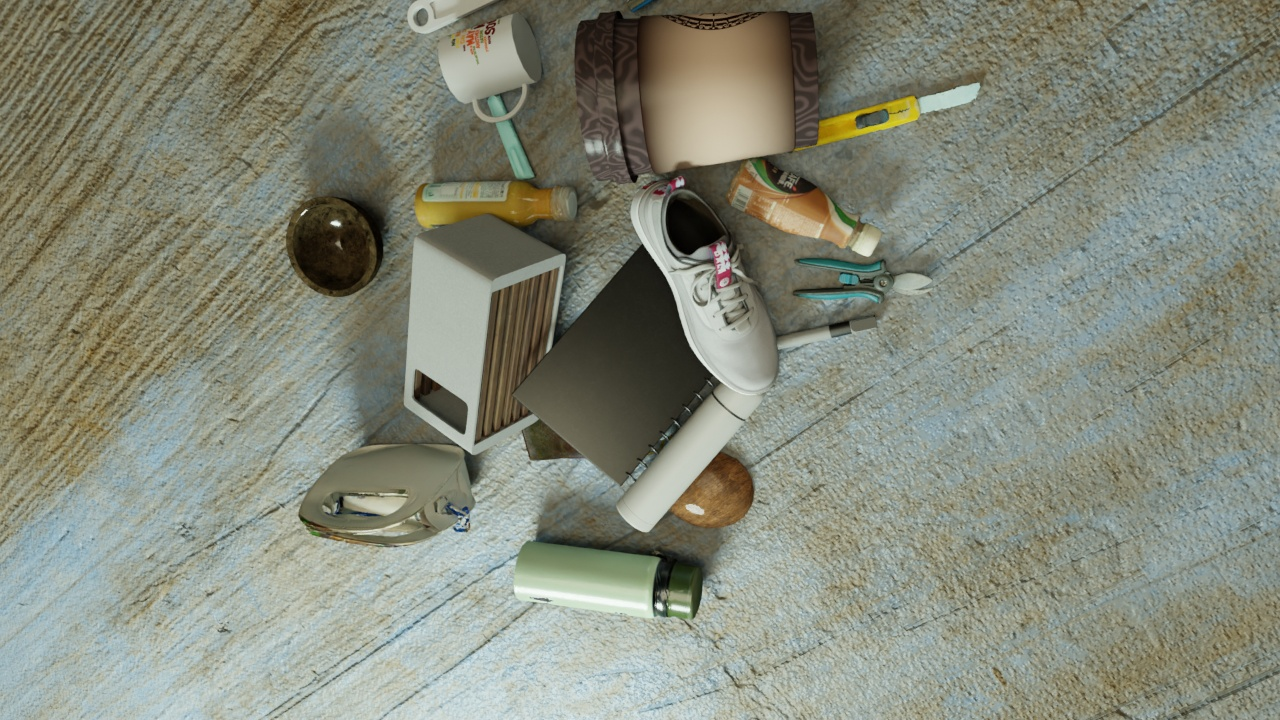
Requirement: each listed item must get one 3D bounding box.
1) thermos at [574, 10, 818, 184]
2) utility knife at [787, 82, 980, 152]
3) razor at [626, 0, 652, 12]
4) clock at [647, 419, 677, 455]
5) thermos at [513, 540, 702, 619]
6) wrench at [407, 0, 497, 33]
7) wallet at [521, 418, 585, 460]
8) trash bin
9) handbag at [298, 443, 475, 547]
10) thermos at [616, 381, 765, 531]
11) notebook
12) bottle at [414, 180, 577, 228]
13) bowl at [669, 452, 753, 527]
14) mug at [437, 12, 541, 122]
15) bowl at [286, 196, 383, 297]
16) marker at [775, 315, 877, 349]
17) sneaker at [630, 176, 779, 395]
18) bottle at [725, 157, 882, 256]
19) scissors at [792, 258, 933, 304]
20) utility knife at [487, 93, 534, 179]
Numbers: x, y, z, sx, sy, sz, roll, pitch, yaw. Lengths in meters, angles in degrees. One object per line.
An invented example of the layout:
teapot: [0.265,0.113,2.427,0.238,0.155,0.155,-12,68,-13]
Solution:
thermos: [0.061,-0.273,0.930,0.226,0.172,0.173,-3,104,8]
utility knife: [0.249,-0.257,0.963,0.207,0.018,0.030,-13,111,14]
razor: [-0.019,-0.446,0.975,0.042,0.022,0.144,-22,94,23]
clock: [-0.004,0.054,1.092,0.090,0.052,0.129,-5,103,15]
thermos: [-0.037,0.274,1.152,0.232,0.082,0.082,4,106,14]
wrench: [-0.140,-0.410,1.006,0.274,0.018,0.087,-15,96,23]
wallet: [-0.101,0.073,1.121,0.120,0.031,0.099,-6,107,36]
trash bin: [-0.180,-0.030,1.038,0.114,0.114,0.229,30,126,26]
handbag: [-0.312,0.182,1.131,0.201,0.199,0.093,-1,109,17]
thermos: [0.060,0.104,1.076,0.052,0.052,0.224,40,103,1]
notebook: [-0.006,0.006,1.042,0.169,0.019,0.231,40,82,1]
bottle: [-0.167,-0.182,1.069,0.186,0.053,0.053,1,105,13]
bowl: [0.079,0.161,1.114,0.114,0.026,0.102,1,105,14]
mug: [-0.162,-0.319,1.017,0.090,0.073,0.105,-11,102,17]
bowl: [-0.366,-0.143,1.128,0.121,0.056,0.121,4,106,13]
marker: [0.196,-0.028,1.037,0.141,0.016,0.016,-13,102,17]
sneaker: [0.082,-0.082,0.982,0.096,0.129,0.263,-29,95,-7]
bottle: [0.176,-0.161,0.982,0.167,0.059,0.059,27,110,6]
scissors: [0.238,-0.092,1.008,0.132,0.019,0.148,-41,91,21]
utility knife: [-0.155,-0.265,1.062,0.022,0.015,0.119,-19,98,17]
